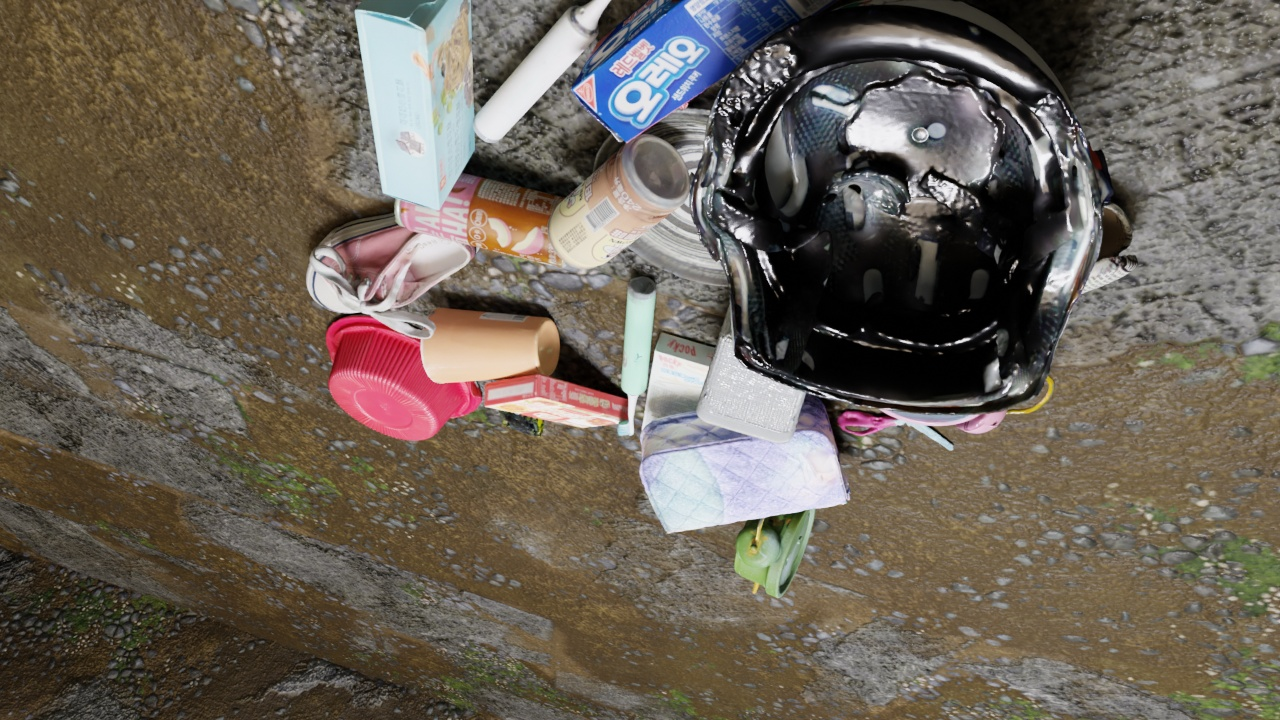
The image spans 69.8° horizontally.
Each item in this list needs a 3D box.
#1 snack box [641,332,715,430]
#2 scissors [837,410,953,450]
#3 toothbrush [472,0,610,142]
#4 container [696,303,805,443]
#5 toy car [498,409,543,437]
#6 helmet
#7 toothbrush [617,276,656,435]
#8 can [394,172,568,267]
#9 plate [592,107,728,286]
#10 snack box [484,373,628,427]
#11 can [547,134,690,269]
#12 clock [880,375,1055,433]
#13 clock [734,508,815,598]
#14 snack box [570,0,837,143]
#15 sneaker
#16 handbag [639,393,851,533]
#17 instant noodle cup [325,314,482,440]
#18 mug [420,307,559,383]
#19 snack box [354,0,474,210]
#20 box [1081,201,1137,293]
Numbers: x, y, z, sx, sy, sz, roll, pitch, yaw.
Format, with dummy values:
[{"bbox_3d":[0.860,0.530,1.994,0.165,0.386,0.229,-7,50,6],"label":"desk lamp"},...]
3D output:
[{"bbox_3d":[0.050,0.036,0.927,0.085,0.026,0.157,17,146,6],"label":"snack box"},{"bbox_3d":[0.245,0.056,0.865,0.133,0.017,0.131,32,142,-23],"label":"scissors"},{"bbox_3d":[-0.055,-0.215,0.629,0.026,0.026,0.222,-5,164,-39],"label":"toothbrush"},{"bbox_3d":[0.106,-0.003,0.789,0.090,0.090,0.114,16,143,6],"label":"container"},{"bbox_3d":[-0.135,0.059,1.051,0.048,0.032,0.105,17,157,5],"label":"toy car"},{"bbox_3d":[0.161,-0.102,0.562,0.230,0.156,0.274,5,130,27],"label":"helmet"},{"bbox_3d":[-0.005,0.005,0.893,0.027,0.026,0.225,-4,140,-8],"label":"toothbrush"},{"bbox_3d":[-0.124,-0.121,0.762,0.147,0.057,0.058,14,146,3],"label":"can"},{"bbox_3d":[0.050,-0.125,0.704,0.179,0.024,0.180,15,147,10],"label":"plate"},{"bbox_3d":[-0.082,0.044,0.952,0.075,0.025,0.152,-10,162,35],"label":"snack box"},{"bbox_3d":[-0.018,-0.115,0.679,0.058,0.058,0.117,34,145,-20],"label":"can"},{"bbox_3d":[0.255,0.008,0.751,0.158,0.059,0.117,15,147,5],"label":"clock"},{"bbox_3d":[0.149,0.193,1.019,0.056,0.115,0.161,19,150,21],"label":"clock"},{"bbox_3d":[0.044,-0.209,0.558,0.057,0.058,0.208,39,142,-25],"label":"snack box"},{"bbox_3d":[-0.247,-0.079,0.865,0.242,0.087,0.118,-13,134,38],"label":"sneaker"},{"bbox_3d":[0.102,0.104,0.911,0.194,0.075,0.134,-10,129,14],"label":"handbag"},{"bbox_3d":[-0.285,0.032,1.062,0.194,0.065,0.194,13,145,9],"label":"instant noodle cup"},{"bbox_3d":[-0.148,-0.015,0.922,0.123,0.078,0.078,0,142,18],"label":"mug"},{"bbox_3d":[-0.158,-0.197,0.666,0.051,0.074,0.175,17,146,3],"label":"snack box"},{"bbox_3d":[0.260,-0.052,0.645,0.164,0.083,0.075,-16,143,39],"label":"box"}]
